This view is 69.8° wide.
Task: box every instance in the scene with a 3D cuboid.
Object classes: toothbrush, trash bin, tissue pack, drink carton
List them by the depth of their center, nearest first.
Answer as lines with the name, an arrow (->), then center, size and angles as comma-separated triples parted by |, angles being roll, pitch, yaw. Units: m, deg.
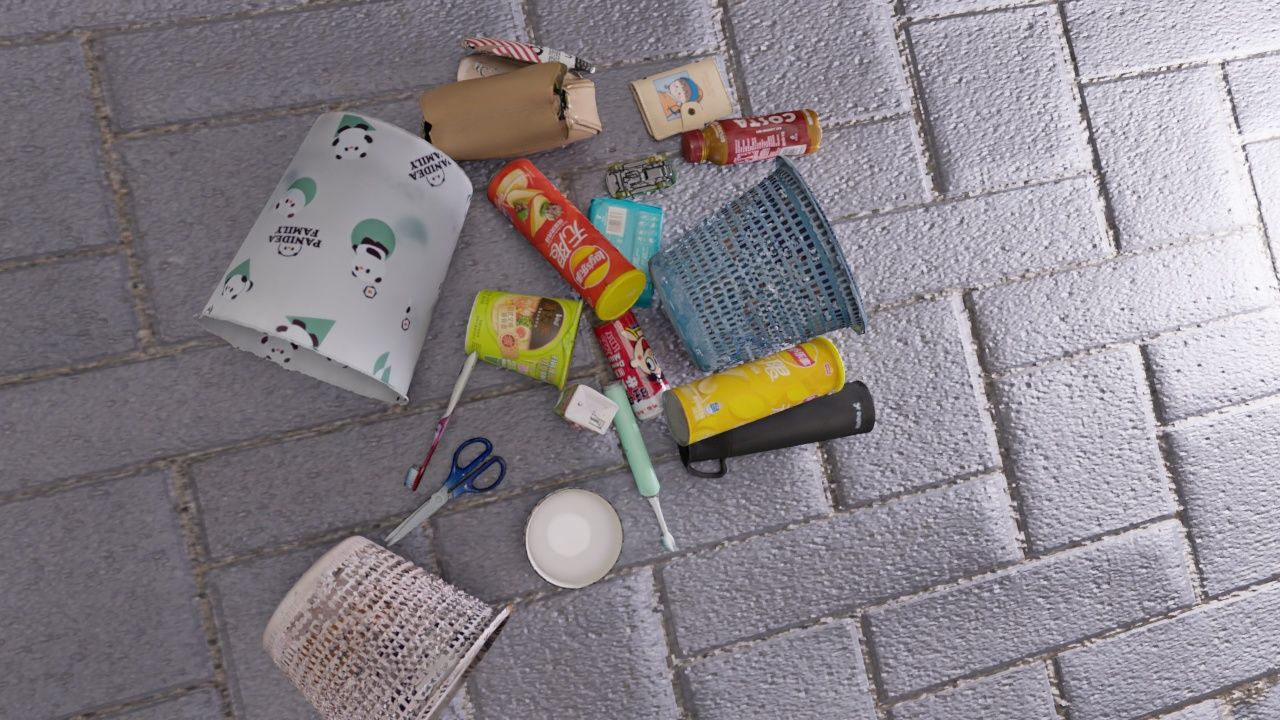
trash bin -> -0.278, 0.300, 0.975 | 0.192, 0.228, 0.227 | 36, 79, 6
trash bin -> -0.313, -0.110, 0.988 | 0.229, 0.230, 0.251 | 21, 76, -9
trash bin -> 0.123, -0.093, 1.059 | 0.195, 0.226, 0.226 | -25, 91, 6
toothbrush -> -0.230, 0.069, 1.060 | 0.017, 0.016, 0.188 | 27, 103, 3
drink carton -> -0.067, 0.058, 1.069 | 0.053, 0.122, 0.045 | 29, 82, -10
toothbrush -> 0.002, 0.130, 1.112 | 0.026, 0.027, 0.224 | -25, 99, -34
tissue pack -> -0.024, -0.131, 1.128 | 0.093, 0.050, 0.133 | 8, 85, -12

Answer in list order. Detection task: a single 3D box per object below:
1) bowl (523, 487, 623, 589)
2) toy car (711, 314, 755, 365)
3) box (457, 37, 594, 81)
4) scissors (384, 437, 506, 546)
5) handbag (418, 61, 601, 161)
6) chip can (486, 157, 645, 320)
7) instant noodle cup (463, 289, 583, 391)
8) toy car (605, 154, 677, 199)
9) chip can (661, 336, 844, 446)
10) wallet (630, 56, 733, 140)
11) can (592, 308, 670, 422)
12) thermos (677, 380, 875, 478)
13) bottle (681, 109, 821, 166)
bowl -> -0.082, 0.207, 1.083 | 0.116, 0.066, 0.116 | 1, 85, -12
toy car -> 0.120, -0.044, 1.161 | 0.049, 0.031, 0.106 | 33, 82, -6
box -> -0.141, -0.341, 1.116 | 0.162, 0.076, 0.088 | 5, 112, -12
scissors -> -0.232, 0.145, 1.054 | 0.174, 0.012, 0.108 | -12, 80, -33
handbag -> -0.152, -0.283, 1.047 | 0.204, 0.147, 0.100 | -10, 100, 6
chip can -> -0.088, -0.144, 1.067 | 0.073, 0.073, 0.216 | -39, 71, -12
instant noodle cup -> -0.138, -0.031, 1.074 | 0.123, 0.112, 0.111 | 13, 83, -3
toy car -> 0.000, -0.227, 1.147 | 0.091, 0.036, 0.043 | -14, 90, -13
chip can -> 0.134, 0.035, 1.086 | 0.213, 0.072, 0.072 | -18, 89, -17
wallet -> 0.055, -0.332, 1.174 | 0.115, 0.024, 0.087 | -21, 85, -13
can -> -0.007, 0.007, 1.119 | 0.053, 0.053, 0.132 | -27, 91, -12
thermos -> 0.168, 0.088, 1.149 | 0.242, 0.068, 0.090 | -10, 114, -10
bottle -> 0.140, -0.282, 1.168 | 0.174, 0.057, 0.057 | -10, 88, -12
